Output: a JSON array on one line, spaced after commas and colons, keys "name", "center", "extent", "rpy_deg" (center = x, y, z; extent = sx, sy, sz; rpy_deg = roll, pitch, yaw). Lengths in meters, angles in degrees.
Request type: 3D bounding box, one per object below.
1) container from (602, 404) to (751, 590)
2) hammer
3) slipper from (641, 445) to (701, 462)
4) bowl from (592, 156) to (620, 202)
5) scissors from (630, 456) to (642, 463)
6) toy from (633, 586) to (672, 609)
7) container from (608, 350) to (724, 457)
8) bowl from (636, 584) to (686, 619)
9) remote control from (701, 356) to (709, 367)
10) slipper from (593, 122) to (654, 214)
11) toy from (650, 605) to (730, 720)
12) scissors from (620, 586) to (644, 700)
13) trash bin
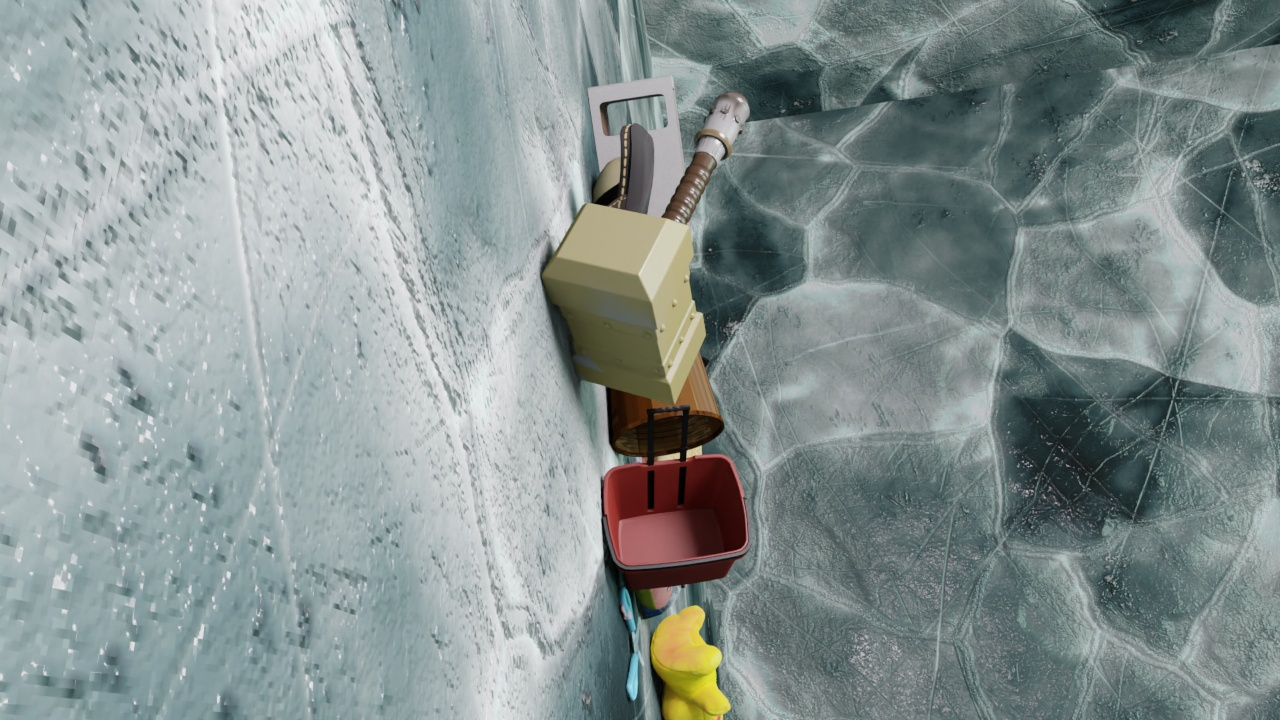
[{"name": "container", "center": [0.035, 0.152, 0.937], "extent": [0.201, 0.148, 0.126], "rpy_deg": [91, -8, -57]}, {"name": "hammer", "center": [0.037, -0.141, 0.884], "extent": [0.190, 0.101, 0.324], "rpy_deg": [75, 35, -54]}, {"name": "slipper", "center": [0.033, 0.125, 1.304], "extent": [0.111, 0.079, 0.262], "rpy_deg": [-25, 120, -57]}, {"name": "bowl", "center": [-0.030, -0.187, 1.190], "extent": [0.152, 0.050, 0.152], "rpy_deg": [-5, 88, -84]}, {"name": "scissors", "center": [0.000, 0.207, 1.225], "extent": [0.103, 0.016, 0.179], "rpy_deg": [12, 74, -85]}, {"name": "toy", "center": [0.011, 0.238, 1.069], "extent": [0.089, 0.051, 0.110], "rpy_deg": [-85, 168, -60]}, {"name": "container", "center": [0.018, 0.014, 1.093], "extent": [0.132, 0.132, 0.167], "rpy_deg": [70, 8, -66]}, {"name": "bowl", "center": [0.027, 0.267, 1.162], "extent": [0.114, 0.061, 0.114], "rpy_deg": [-5, 89, -84]}, {"name": "remote control", "center": [0.045, 0.054, 1.346], "extent": [0.150, 0.022, 0.047], "rpy_deg": [-55, 156, 10]}, {"name": "slipper", "center": [-0.034, -0.121, 0.978], "extent": [0.112, 0.076, 0.268], "rpy_deg": [-71, 169, -59]}, {"name": "toy", "center": [0.064, 0.431, 1.218], "extent": [0.134, 0.087, 0.194], "rpy_deg": [-119, -162, -52]}, {"name": "scissors", "center": [-0.008, 0.313, 0.999], "extent": [0.133, 0.015, 0.135], "rpy_deg": [-89, 165, -48]}, {"name": "trash bin", "center": [0.004, -0.282, 1.321], "extent": [0.114, 0.114, 0.229], "rpy_deg": [-76, 158, -75]}]
